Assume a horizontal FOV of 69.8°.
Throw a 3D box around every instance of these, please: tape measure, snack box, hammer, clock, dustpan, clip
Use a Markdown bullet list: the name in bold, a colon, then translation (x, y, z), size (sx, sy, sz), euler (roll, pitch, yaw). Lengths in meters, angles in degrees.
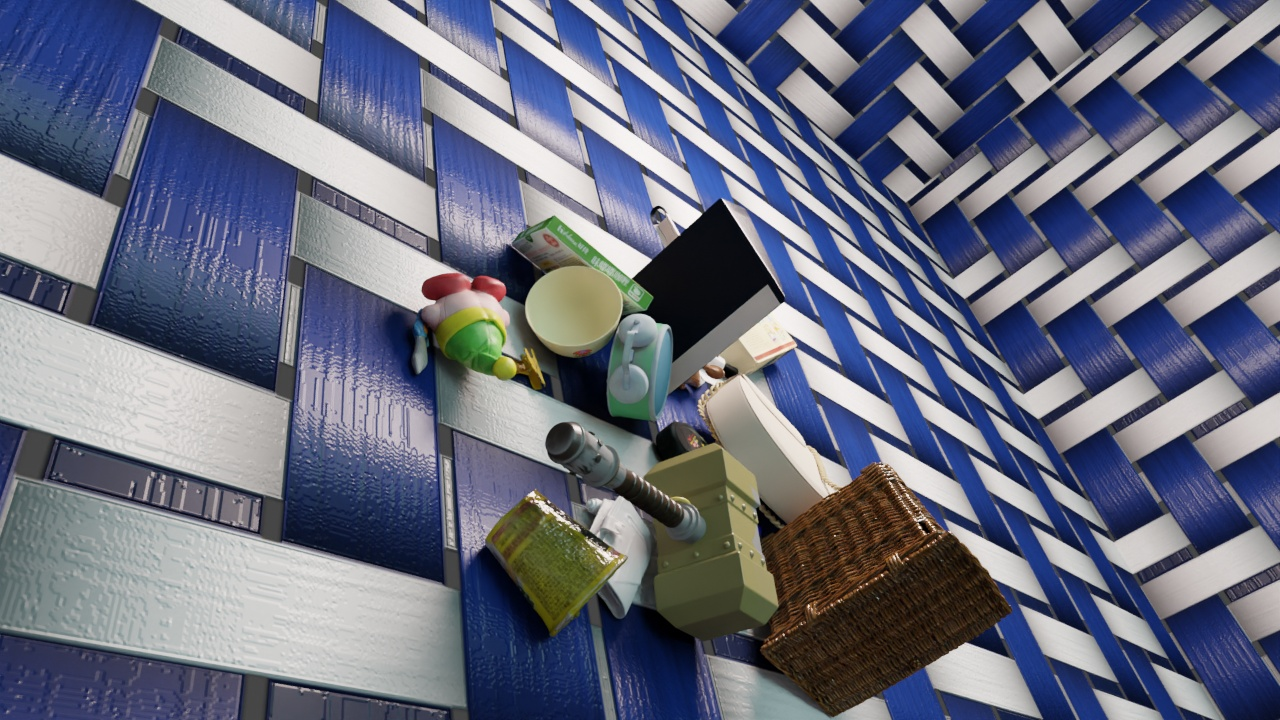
- **tape measure**: translation (0.054, 0.114, 1.182), size (0.072, 0.042, 0.071), euler (51, 28, -6)
- **snack box**: translation (-0.078, -0.118, 1.204), size (0.168, 0.132, 0.027), euler (39, 72, -20)
- **snack box**: translation (0.171, -0.057, 1.559), size (0.153, 0.055, 0.207), euler (54, 27, 9)
- **hammer**: translation (0.013, 0.141, 0.907), size (0.325, 0.101, 0.190), euler (42, 34, -47)
- **clock**: translation (-0.007, 0.006, 1.118), size (0.161, 0.075, 0.121), euler (61, 37, -72)
- **dustpan**: translation (0.062, -0.116, 1.273), size (0.080, 0.237, 0.273), euler (6, 50, -55)
- **clip**: translation (-0.129, 0.003, 1.063), size (0.046, 0.035, 0.053), euler (26, 36, -51)

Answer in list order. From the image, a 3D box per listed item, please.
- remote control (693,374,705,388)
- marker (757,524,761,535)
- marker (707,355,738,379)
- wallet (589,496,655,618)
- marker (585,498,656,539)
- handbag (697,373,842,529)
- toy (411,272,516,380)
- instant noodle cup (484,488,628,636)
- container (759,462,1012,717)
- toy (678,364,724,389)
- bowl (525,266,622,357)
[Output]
- **remote control**: translation (0.048, -0.016, 1.369), size (0.136, 0.013, 0.033), euler (51, 27, 3)
- **marker**: translation (0.110, 0.187, 1.165), size (0.141, 0.020, 0.020), euler (43, 25, -38)
- **marker**: translation (0.107, -0.002, 1.426), size (0.126, 0.025, 0.025), euler (31, 32, -32)
- **wallet**: translation (-0.020, 0.199, 0.952), size (0.086, 0.032, 0.116), euler (54, 29, -19)
- **marker**: translation (-0.009, 0.181, 1.029), size (0.133, 0.017, 0.020), euler (29, -3, -34)
- **handbag**: translation (0.185, 0.124, 1.254), size (0.210, 0.103, 0.208), euler (44, 14, -32)
- **toy**: translation (-0.181, -0.032, 0.973), size (0.124, 0.097, 0.131), euler (9, 66, -43)
- **instant noodle cup**: translation (-0.083, 0.181, 0.844), size (0.108, 0.102, 0.102), euler (43, 26, 9)
- **container**: translation (0.266, 0.258, 1.092), size (0.162, 0.250, 0.183), euler (47, 15, -27)
- **toy**: translation (0.069, 0.016, 1.318), size (0.101, 0.055, 0.042), euler (27, -3, -40)
- **bowl**: translation (-0.080, -0.048, 1.142), size (0.074, 0.118, 0.118), euler (87, -18, -59)
